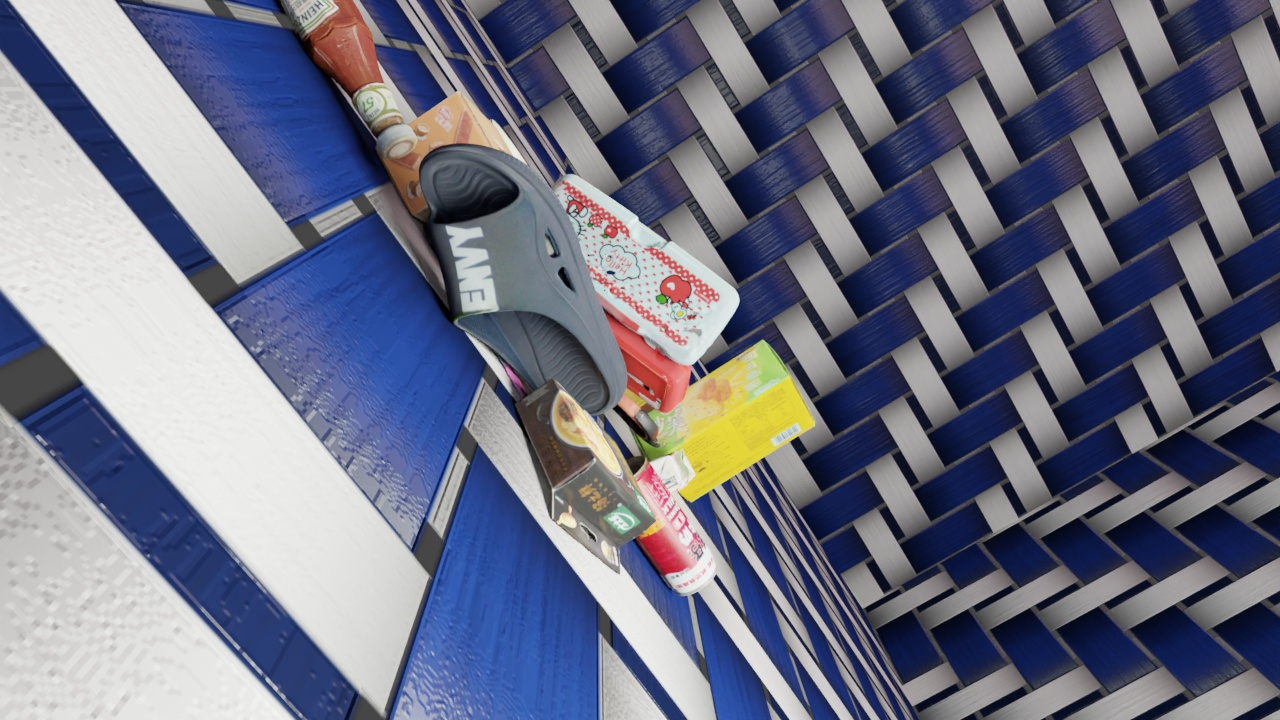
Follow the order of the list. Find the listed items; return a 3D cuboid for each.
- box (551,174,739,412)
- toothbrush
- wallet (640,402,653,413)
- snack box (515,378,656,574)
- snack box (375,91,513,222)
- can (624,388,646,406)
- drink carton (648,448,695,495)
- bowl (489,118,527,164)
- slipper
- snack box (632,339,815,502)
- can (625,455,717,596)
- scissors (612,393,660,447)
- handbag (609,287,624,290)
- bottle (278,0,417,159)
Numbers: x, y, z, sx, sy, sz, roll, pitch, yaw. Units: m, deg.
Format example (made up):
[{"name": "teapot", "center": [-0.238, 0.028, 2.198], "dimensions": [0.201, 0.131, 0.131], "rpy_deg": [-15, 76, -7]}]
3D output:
[{"name": "box", "center": [-0.026, -0.055, 0.810], "dimensions": [0.201, 0.155, 0.073], "rpy_deg": [37, 34, 13]}, {"name": "toothbrush", "center": [-0.140, -0.042, 0.803], "dimensions": [0.189, 0.018, 0.014], "rpy_deg": [60, 17, 4]}, {"name": "wallet", "center": [-0.002, 0.060, 1.282], "dimensions": [0.115, 0.020, 0.101], "rpy_deg": [65, 9, 24]}, {"name": "snack box", "center": [-0.044, 0.095, 0.757], "dimensions": [0.113, 0.053, 0.125], "rpy_deg": [51, 5, -46]}, {"name": "snack box", "center": [-0.171, -0.177, 0.849], "dimensions": [0.077, 0.094, 0.092], "rpy_deg": [60, 7, 12]}, {"name": "can", "center": [-0.007, 0.007, 1.177], "dimensions": [0.057, 0.102, 0.083], "rpy_deg": [52, 6, -38]}, {"name": "drink carton", "center": [0.028, 0.133, 1.055], "dimensions": [0.045, 0.053, 0.122], "rpy_deg": [63, 7, 7]}, {"name": "bowl", "center": [-0.183, -0.243, 1.180], "dimensions": [0.116, 0.066, 0.116], "rpy_deg": [56, 6, -9]}, {"name": "slipper", "center": [-0.095, -0.047, 0.740], "dimensions": [0.268, 0.111, 0.083], "rpy_deg": [63, 32, -28]}, {"name": "snack box", "center": [0.112, 0.084, 1.215], "dimensions": [0.070, 0.210, 0.158], "rpy_deg": [62, 7, 36]}, {"name": "can", "center": [0.018, 0.158, 0.872], "dimensions": [0.133, 0.053, 0.053], "rpy_deg": [56, 7, -14]}, {"name": "scissors", "center": [-0.064, 0.006, 0.863], "dimensions": [0.189, 0.015, 0.226], "rpy_deg": [32, -19, 31]}, {"name": "handbag", "center": [-0.003, -0.046, 1.295], "dimensions": [0.131, 0.068, 0.120], "rpy_deg": [53, 20, -44]}, {"name": "bottle", "center": [-0.258, -0.269, 0.803], "dimensions": [0.206, 0.060, 0.059], "rpy_deg": [59, 7, 8]}]
